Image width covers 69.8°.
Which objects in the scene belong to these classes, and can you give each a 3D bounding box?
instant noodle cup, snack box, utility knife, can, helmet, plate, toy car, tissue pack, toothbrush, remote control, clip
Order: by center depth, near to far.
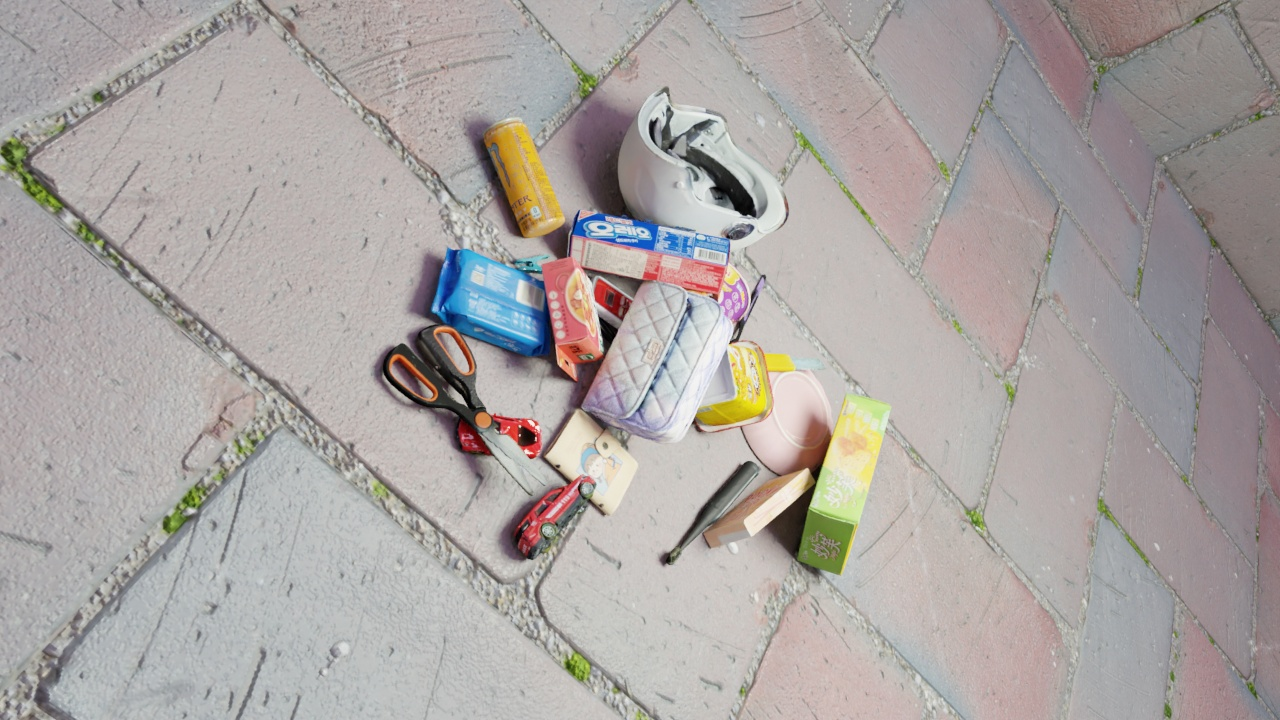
[{"bbox_3d":[-0.161,0.087,1.058,0.106,0.031,0.049,11,65,-34],"label":"toy car"},{"bbox_3d":[-0.098,0.176,1.060,0.045,0.053,0.120,40,53,11],"label":"toy car"},{"bbox_3d":[-0.173,-0.067,1.091,0.157,0.052,0.094,22,59,-32],"label":"tissue pack"},{"bbox_3d":[-0.079,-0.048,1.123,0.113,0.044,0.127,55,24,-76],"label":"snack box"},{"bbox_3d":[-0.149,-0.232,1.169,0.058,0.058,0.146,-21,87,-42],"label":"can"},{"bbox_3d":[-0.135,-0.121,1.169,0.056,0.014,0.040,-11,80,-41],"label":"clip"},{"bbox_3d":[0.010,-0.142,1.197,0.207,0.058,0.057,11,50,-1],"label":"snack box"},{"bbox_3d":[0.104,0.030,1.219,0.123,0.116,0.116,20,57,-66],"label":"instant noodle cup"},{"bbox_3d":[-0.007,0.007,1.224,0.181,0.018,0.015,51,57,-10],"label":"toothbrush"},{"bbox_3d":[0.096,0.202,1.227,0.026,0.027,0.212,32,46,20],"label":"toothbrush"},{"bbox_3d":[-0.016,-0.060,1.232,0.136,0.020,0.055,34,44,-25],"label":"remote control"},{"bbox_3d":[0.162,0.199,1.243,0.156,0.085,0.026,-30,90,-42],"label":"snack box"},{"bbox_3d":[0.082,-0.075,1.255,0.111,0.112,0.099,53,41,-11],"label":"instant noodle cup"},{"bbox_3d":[0.070,-0.237,1.284,0.258,0.146,0.228,17,46,-39],"label":"helmet"},{"bbox_3d":[0.290,0.175,1.307,0.070,0.158,0.209,17,53,15],"label":"snack box"},{"bbox_3d":[0.181,0.006,1.342,0.206,0.015,0.033,2,74,-20],"label":"utility knife"},{"bbox_3d":[0.226,0.078,1.371,0.192,0.039,0.192,15,64,-35],"label":"plate"},{"bbox_3d":[0.160,-0.071,1.394,0.014,0.017,0.188,53,45,-26],"label":"toothbrush"}]

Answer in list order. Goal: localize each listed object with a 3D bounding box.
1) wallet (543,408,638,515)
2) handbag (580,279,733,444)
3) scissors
[{"bbox_3d":[-0.058,0.123,1.135,0.115,0.024,0.087,44,56,-16],"label":"wallet"},{"bbox_3d":[0.022,-0.001,1.143,0.193,0.134,0.075,-64,149,-15],"label":"handbag"},{"bbox_3d":[-0.198,0.066,1.018,0.162,0.022,0.233,-11,72,-32],"label":"scissors"}]
